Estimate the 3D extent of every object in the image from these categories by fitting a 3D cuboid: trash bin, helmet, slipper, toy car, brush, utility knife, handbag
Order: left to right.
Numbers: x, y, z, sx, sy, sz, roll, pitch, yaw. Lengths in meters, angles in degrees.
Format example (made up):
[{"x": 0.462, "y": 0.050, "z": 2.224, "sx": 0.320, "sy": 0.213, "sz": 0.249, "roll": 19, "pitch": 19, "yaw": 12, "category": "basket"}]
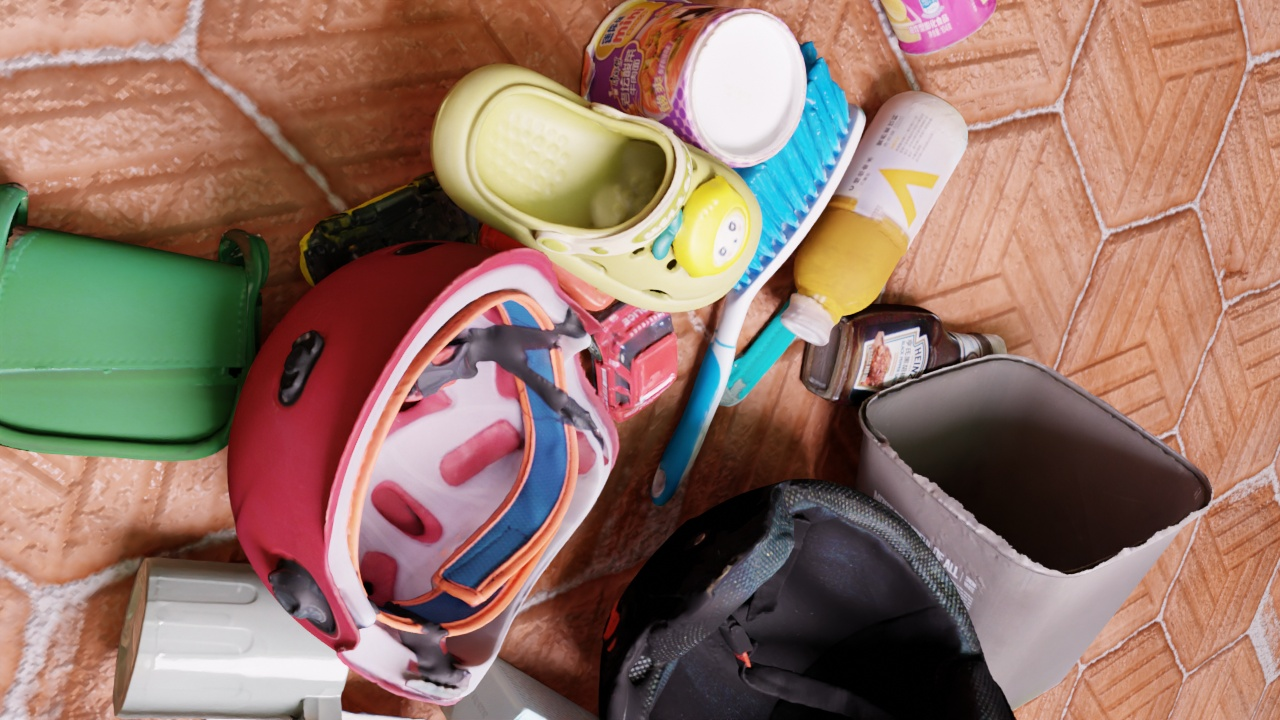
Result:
[{"x": -0.248, "y": -0.014, "z": 0.438, "sx": 0.131, "sy": 0.068, "sz": 0.120, "roll": 10, "pitch": 92, "yaw": -32, "category": "handbag"}, {"x": -0.137, "y": -0.068, "z": 0.505, "sx": 0.105, "sy": 0.032, "sz": 0.048, "roll": -34, "pitch": 120, "yaw": -32, "category": "toy car"}, {"x": -0.120, "y": 0.038, "z": 0.459, "sx": 0.206, "sy": 0.144, "sz": 0.240, "roll": -56, "pitch": 153, "yaw": -34, "category": "helmet"}, {"x": -0.009, "y": -0.078, "z": 0.453, "sx": 0.190, "sy": 0.081, "sz": 0.091, "roll": 21, "pitch": 96, "yaw": -31, "category": "slipper"}, {"x": -0.003, "y": 0.003, "z": 0.570, "sx": 0.052, "sy": 0.045, "sz": 0.121, "roll": -34, "pitch": 160, "yaw": -15, "category": "toy car"}, {"x": 0.061, "y": -0.052, "z": 0.621, "sx": 0.109, "sy": 0.060, "sz": 0.314, "roll": 32, "pitch": 90, "yaw": -38, "category": "brush"}, {"x": 0.087, "y": 0.212, "z": 0.603, "sx": 0.233, "sy": 0.231, "sz": 0.274, "roll": 42, "pitch": 71, "yaw": -4, "category": "helmet"}, {"x": 0.126, "y": -0.048, "z": 0.682, "sx": 0.221, "sy": 0.013, "sz": 0.029, "roll": -50, "pitch": 124, "yaw": -9, "category": "utility knife"}, {"x": 0.266, "y": 0.145, "z": 0.708, "sx": 0.198, "sy": 0.199, "sz": 0.220, "roll": -15, "pitch": 130, "yaw": -27, "category": "trash bin"}]

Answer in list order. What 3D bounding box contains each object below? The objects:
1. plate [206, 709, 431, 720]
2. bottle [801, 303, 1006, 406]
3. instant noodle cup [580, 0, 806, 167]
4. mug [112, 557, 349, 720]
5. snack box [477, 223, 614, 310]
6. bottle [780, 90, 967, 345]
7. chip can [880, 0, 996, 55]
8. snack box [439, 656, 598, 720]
[{"x": -0.191, "y": 0.287, "z": 0.545, "sx": 0.163, "sy": 0.034, "sz": 0.164, "roll": 10, "pitch": 100, "yaw": -9, "category": "plate"}, {"x": 0.218, "y": -0.004, "z": 0.734, "sx": 0.194, "sy": 0.044, "sz": 0.080, "roll": 0, "pitch": 109, "yaw": -32, "category": "bottle"}, {"x": 0.036, "y": -0.160, "z": 0.541, "sx": 0.111, "sy": 0.099, "sz": 0.112, "roll": -11, "pitch": 112, "yaw": -29, "category": "instant noodle cup"}, {"x": -0.211, "y": 0.162, "z": 0.479, "sx": 0.103, "sy": 0.123, "sz": 0.084, "roll": 14, "pitch": 123, "yaw": -32, "category": "mug"}, {"x": -0.035, "y": -0.076, "z": 0.534, "sx": 0.082, "sy": 0.080, "sz": 0.091, "roll": 40, "pitch": 82, "yaw": -34, "category": "snack box"}, {"x": 0.161, "y": -0.099, "z": 0.648, "sx": 0.068, "sy": 0.068, "sz": 0.189, "roll": 37, "pitch": 81, "yaw": -34, "category": "bottle"}, {"x": 0.161, "y": -0.305, "z": 0.588, "sx": 0.071, "sy": 0.071, "sz": 0.210, "roll": -45, "pitch": 123, "yaw": -12, "category": "chip can"}, {"x": -0.053, "y": 0.272, "z": 0.635, "sx": 0.051, "sy": 0.074, "sz": 0.175, "roll": -51, "pitch": 124, "yaw": -9, "category": "snack box"}]
